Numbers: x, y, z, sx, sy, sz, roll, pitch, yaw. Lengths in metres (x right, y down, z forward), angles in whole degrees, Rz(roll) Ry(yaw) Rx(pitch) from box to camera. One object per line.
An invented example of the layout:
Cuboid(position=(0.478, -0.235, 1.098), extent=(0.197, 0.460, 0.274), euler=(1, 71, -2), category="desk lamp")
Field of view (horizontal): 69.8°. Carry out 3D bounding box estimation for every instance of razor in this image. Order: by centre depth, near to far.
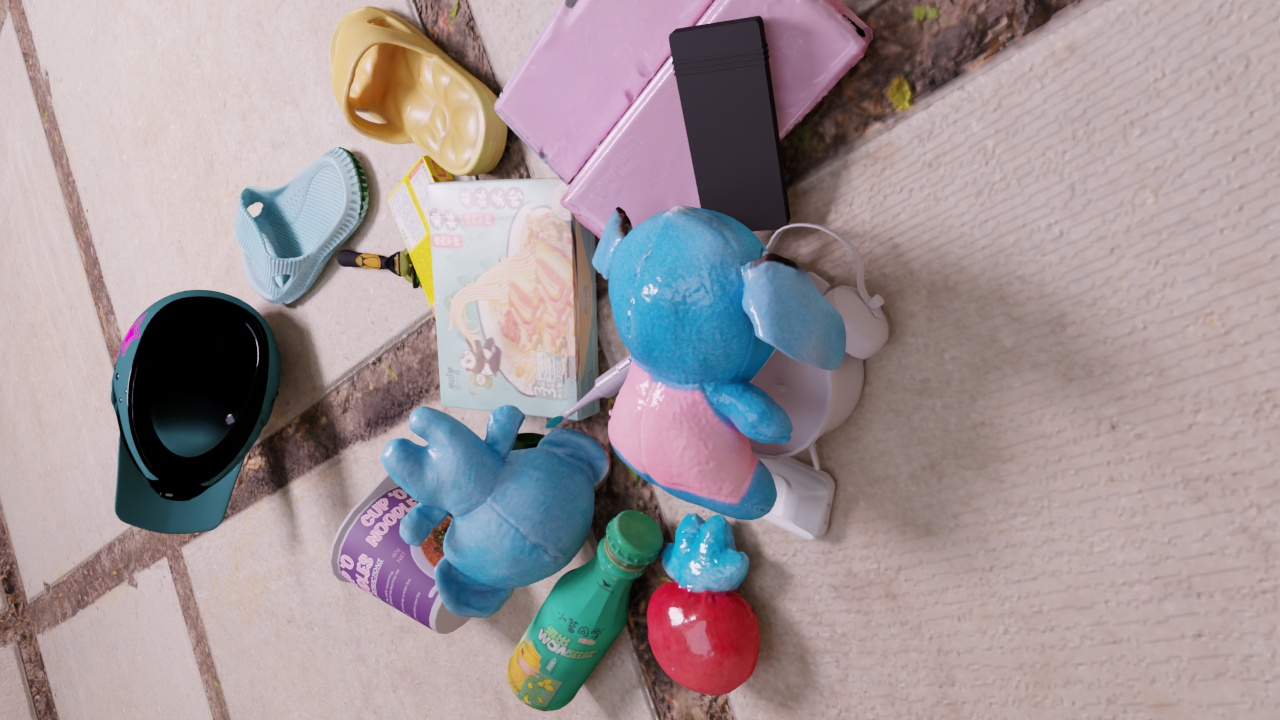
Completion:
Cuboid(position=(-0.270, -0.101, 0.939), extent=(0.144, 0.021, 0.044), euler=(10, 105, 43), category="razor")

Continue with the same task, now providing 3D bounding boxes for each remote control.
Cuboid(position=(0.058, -0.144, 0.580), extent=(0.058, 0.013, 0.133), euler=(0, 123, 22), category="remote control")
Cuboid(position=(0.076, 0.084, 0.659), extent=(0.133, 0.022, 0.050), euler=(21, 112, 38), category="remote control")

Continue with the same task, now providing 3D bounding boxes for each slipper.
Cuboid(position=(-0.223, -0.248, 0.828), extent=(0.263, 0.078, 0.100), euler=(38, 120, 30), category="slipper")
Cuboid(position=(-0.387, -0.141, 1.004), extent=(0.277, 0.069, 0.116), euler=(-28, 83, 41), category="slipper")

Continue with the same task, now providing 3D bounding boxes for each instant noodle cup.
Cuboid(position=(-0.208, 0.189, 0.886), extent=(0.122, 0.121, 0.137), euler=(30, 109, 24), category="instant noodle cup")

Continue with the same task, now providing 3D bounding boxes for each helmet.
Cuboid(position=(-0.522, 0.057, 1.070), extent=(0.201, 0.176, 0.274), euler=(-26, 56, 58), category="helmet")

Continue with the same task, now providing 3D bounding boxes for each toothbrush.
Cuboid(position=(-0.004, 0.004, 0.687), extent=(0.188, 0.019, 0.018), euler=(-35, 76, 26), category="toothbrush")

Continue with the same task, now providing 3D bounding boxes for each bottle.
Cuboid(position=(-0.045, 0.207, 0.761), extent=(0.068, 0.068, 0.210), euler=(47, 126, 25), category="bottle")
Cuboid(position=(-0.101, 0.127, 0.821), extent=(0.033, 0.033, 0.123), euler=(16, 109, 39), category="bottle")

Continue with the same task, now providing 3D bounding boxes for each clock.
Cuboid(position=(0.095, -0.010, 0.597), extent=(0.120, 0.060, 0.159), euler=(28, 117, 35), category="clock")

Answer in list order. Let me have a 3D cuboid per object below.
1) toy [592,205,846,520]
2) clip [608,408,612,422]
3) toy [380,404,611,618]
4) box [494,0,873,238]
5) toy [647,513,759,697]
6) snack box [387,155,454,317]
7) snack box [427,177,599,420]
Cuboid(position=(0.024, -0.006, 0.571), extent=(0.224, 0.098, 0.192), euler=(30, 125, 46), category="toy")
Cuboid(position=(0.001, 0.045, 0.721), extent=(0.059, 0.023, 0.045), euler=(39, 118, 28), category="clip")
Cuboid(position=(-0.126, 0.109, 0.751), extent=(0.180, 0.115, 0.183), euler=(39, 90, -13), category="toy")
Cuboid(position=(0.011, -0.184, 0.608), extent=(0.179, 0.039, 0.233), euler=(43, 129, -3), category="box")
Cuboid(position=(0.047, 0.181, 0.684), extent=(0.092, 0.062, 0.132), euler=(-2, 80, 34), category="toy")
Cuboid(position=(-0.184, -0.107, 0.854), extent=(0.075, 0.025, 0.152), euler=(-34, 75, 41), category="snack box")
Cuboid(position=(-0.105, -0.053, 0.765), extent=(0.142, 0.044, 0.194), euler=(4, 102, 27), category="snack box")
